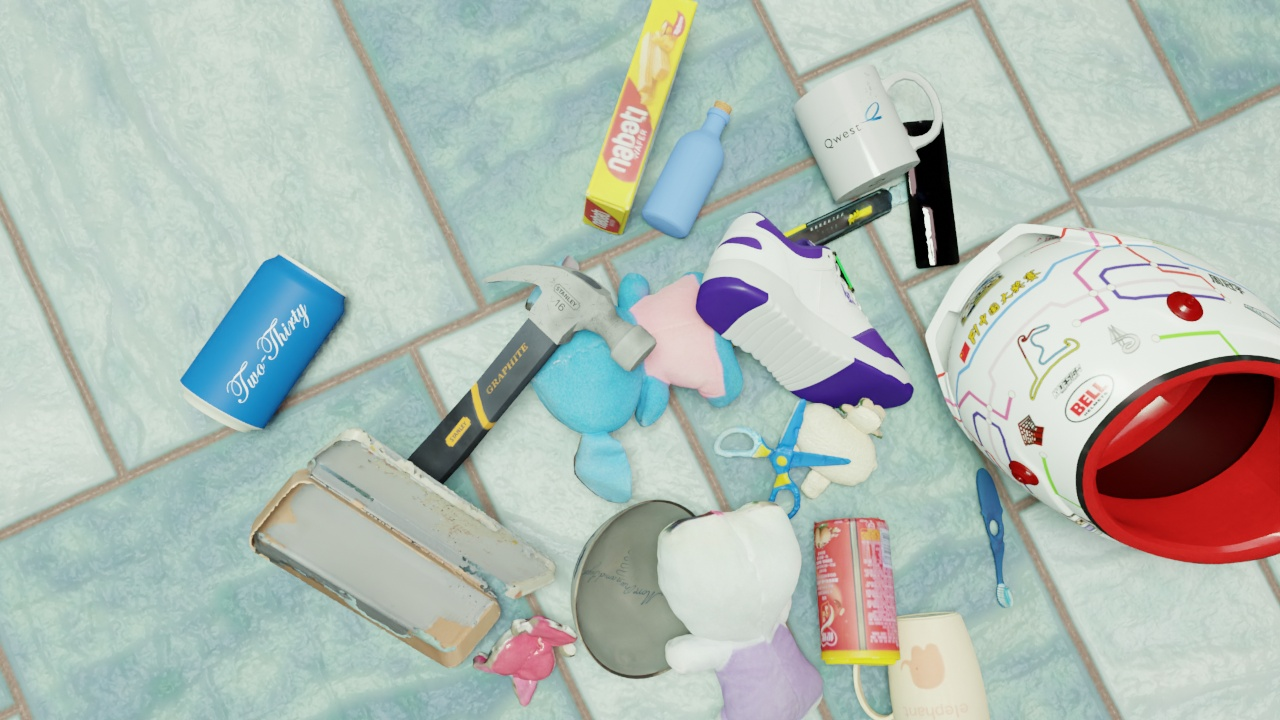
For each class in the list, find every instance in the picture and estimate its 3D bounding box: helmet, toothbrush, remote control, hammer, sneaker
[{"bbox_3d":[0.402,0.017,0.773,0.314,0.235,0.231,25,116,-20],"label":"helmet"},{"bbox_3d":[0.333,0.166,0.860,0.021,0.016,0.132,-8,86,-8],"label":"toothbrush"},{"bbox_3d":[0.278,-0.160,0.876,0.045,0.021,0.140,-8,91,-15],"label":"remote control"},{"bbox_3d":[-0.135,0.052,0.768,0.139,0.035,0.313,43,106,8],"label":"hammer"},{"bbox_3d":[0.152,-0.044,0.818,0.244,0.092,0.111,32,56,-30],"label":"sneaker"}]

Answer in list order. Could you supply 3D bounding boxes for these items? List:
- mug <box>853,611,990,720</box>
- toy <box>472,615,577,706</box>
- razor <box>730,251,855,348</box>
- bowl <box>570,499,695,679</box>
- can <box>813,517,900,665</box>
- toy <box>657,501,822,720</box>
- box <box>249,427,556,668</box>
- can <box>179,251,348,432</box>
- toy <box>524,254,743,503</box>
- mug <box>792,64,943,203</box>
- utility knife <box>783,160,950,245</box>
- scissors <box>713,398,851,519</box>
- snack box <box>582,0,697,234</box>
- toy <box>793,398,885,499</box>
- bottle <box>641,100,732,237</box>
[{"bbox_3d":[0.246,0.281,0.818,0.112,0.085,0.104,-11,76,23],"label":"mug"},{"bbox_3d":[-0.095,0.250,0.804,0.065,0.050,0.103,36,117,-13],"label":"toy"},{"bbox_3d":[0.132,-0.049,0.862,0.144,0.021,0.044,-30,99,-8],"label":"razor"},{"bbox_3d":[-0.006,0.194,0.799,0.150,0.057,0.150,1,88,-33],"label":"bowl"},{"bbox_3d":[0.189,0.202,0.806,0.066,0.067,0.124,2,70,-5],"label":"can"},{"bbox_3d":[0.087,0.222,0.775,0.137,0.086,0.209,-22,102,-24],"label":"toy"},{"bbox_3d":[-0.191,0.154,0.754,0.216,0.071,0.157,40,118,-22],"label":"box"},{"bbox_3d":[-0.324,-0.015,0.794,0.079,0.079,0.146,33,83,-1],"label":"can"},{"bbox_3d":[-0.005,0.005,0.808,0.191,0.099,0.224,-12,76,-10],"label":"toy"},{"bbox_3d":[0.215,-0.216,0.844,0.120,0.083,0.096,-25,87,21],"label":"mug"},{"bbox_3d":[0.202,-0.139,0.879,0.233,0.020,0.029,-27,90,-9],"label":"utility knife"},{"bbox_3d":[0.124,0.088,0.833,0.130,0.014,0.125,21,110,12],"label":"scissors"},{"bbox_3d":[-0.002,-0.221,0.832,0.042,0.092,0.200,18,84,-4],"label":"snack box"},{"bbox_3d":[0.178,0.075,0.837,0.087,0.050,0.112,43,107,1],"label":"toy"},{"bbox_3d":[0.050,-0.182,0.854,0.048,0.048,0.131,27,83,-2],"label":"bottle"}]
